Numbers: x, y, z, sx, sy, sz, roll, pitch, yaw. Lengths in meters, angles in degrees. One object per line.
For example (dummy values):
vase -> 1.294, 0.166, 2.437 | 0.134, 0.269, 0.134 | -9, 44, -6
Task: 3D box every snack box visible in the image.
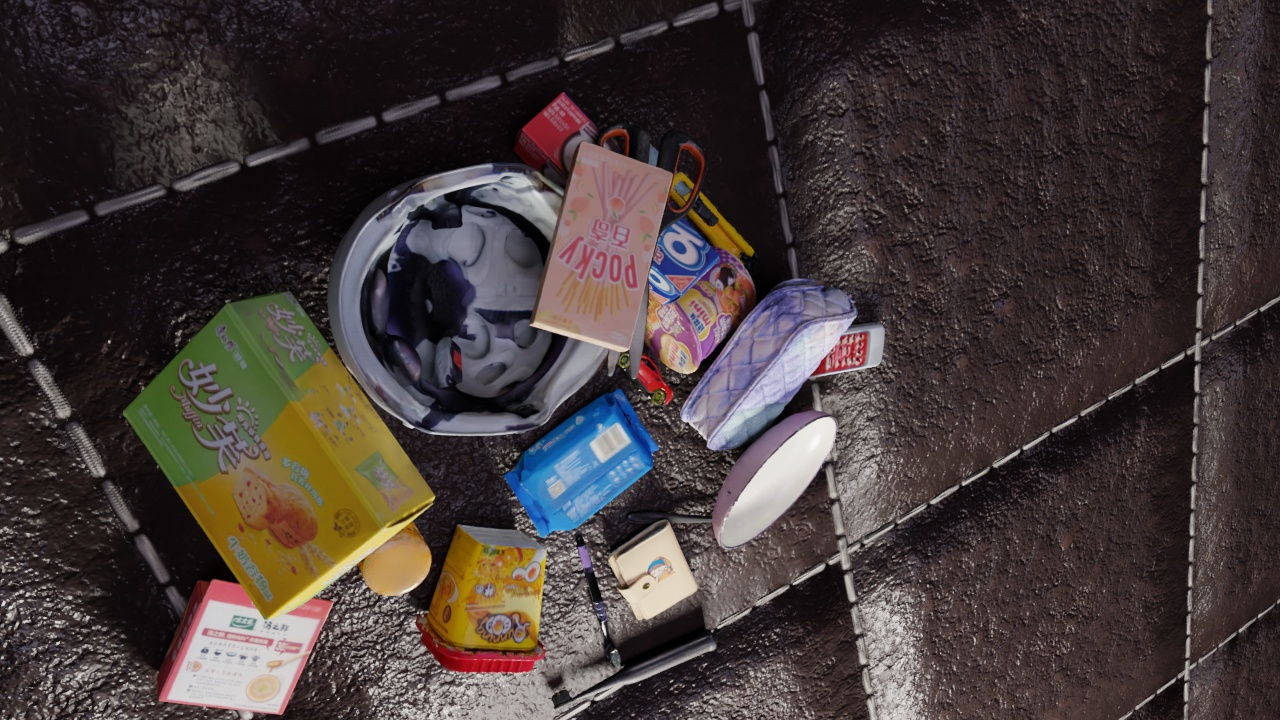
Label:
snack box -> -0.021, -0.144, 0.835 | 0.207, 0.057, 0.058 | 46, 73, -6
snack box -> -0.367, 0.258, 0.853 | 0.113, 0.044, 0.127 | 22, 97, -32
snack box -> -0.285, 0.075, 0.720 | 0.158, 0.069, 0.210 | -37, 87, 24
snack box -> -0.032, -0.093, 0.760 | 0.084, 0.026, 0.157 | 16, 83, -18

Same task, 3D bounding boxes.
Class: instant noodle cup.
instant noodle cup -> -0.153, 0.237, 0.927 | 0.116, 0.116, 0.123 | 12, 90, -31
instant noodle cup -> 0.056, -0.059, 0.933 | 0.099, 0.112, 0.112 | -35, 120, -22

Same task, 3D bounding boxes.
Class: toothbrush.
toothbrush -> -0.007, 0.371, 1.098 | 0.212, 0.026, 0.027 | -15, 80, -22
toothbrush -> 0.065, 0.183, 1.075 | 0.180, 0.018, 0.016 | 5, 126, -27
toothbrush -> -0.047, 0.280, 1.049 | 0.014, 0.017, 0.189 | -22, 115, -20

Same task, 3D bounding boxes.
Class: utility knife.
utility knife -> 0.058, -0.156, 0.949 | 0.207, 0.015, 0.033 | 41, 83, -32

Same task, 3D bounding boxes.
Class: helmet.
helmet -> -0.152, -0.053, 0.794 | 0.258, 0.146, 0.229 | -17, 107, -39

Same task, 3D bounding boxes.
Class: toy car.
toy car -> -0.006, 0.006, 0.953 | 0.031, 0.049, 0.106 | -48, 122, -7

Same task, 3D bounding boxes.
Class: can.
can -> -0.235, 0.151, 0.824 | 0.058, 0.146, 0.058 | -10, 112, -26

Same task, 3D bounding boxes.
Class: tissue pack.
tissue pack -> -0.062, 0.107, 0.958 | 0.157, 0.052, 0.095 | -37, 119, -12

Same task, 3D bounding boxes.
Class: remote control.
remote control -> 0.234, -0.012, 1.092 | 0.135, 0.020, 0.056 | -8, 110, -25

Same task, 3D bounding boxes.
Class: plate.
plate -> 0.145, 0.128, 1.033 | 0.192, 0.039, 0.193 | -35, 149, -25

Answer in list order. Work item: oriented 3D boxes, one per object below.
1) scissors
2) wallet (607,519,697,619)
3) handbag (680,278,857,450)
scissors -> 0.013, -0.097, 0.797 | 0.162, 0.022, 0.234 | -16, 88, -16
wallet -> 0.014, 0.247, 1.063 | 0.087, 0.024, 0.115 | -29, 125, -10
handbag -> 0.132, 0.003, 0.959 | 0.134, 0.075, 0.194 | -7, 140, -50
